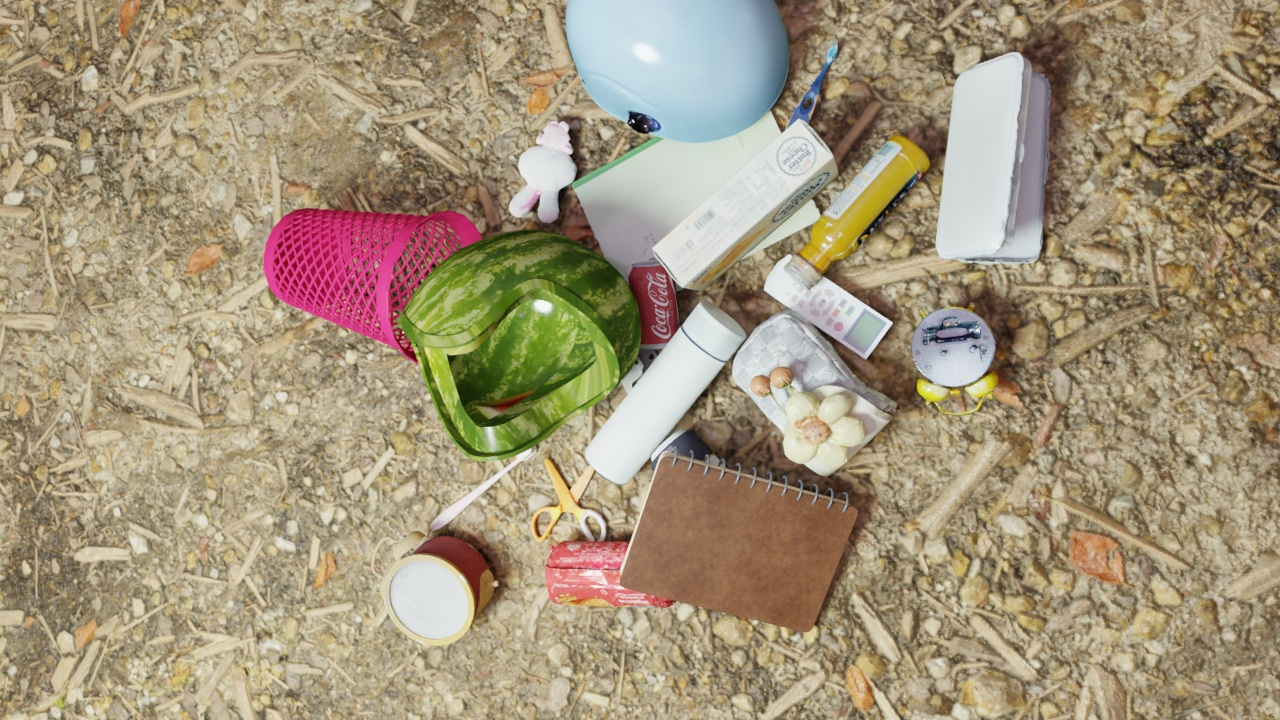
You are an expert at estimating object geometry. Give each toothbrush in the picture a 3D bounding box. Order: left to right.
[{"bbox_3d":[-0.200,0.161,1.152,0.181,0.018,0.015,-38,78,14],"label":"toothbrush"},{"bbox_3d":[0.192,-0.296,1.030,0.021,0.017,0.135,26,91,13],"label":"toothbrush"}]

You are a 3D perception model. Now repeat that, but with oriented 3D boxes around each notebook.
[{"bbox_3d":[0.060,-0.188,1.079,0.253,0.010,0.182,-26,82,15],"label":"notebook"},{"bbox_3d":[0.107,0.194,0.994,0.225,0.024,0.167,16,103,-9],"label":"notebook"}]

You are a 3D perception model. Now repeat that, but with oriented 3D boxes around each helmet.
[{"bbox_3d":[-0.129,-0.035,1.023,0.247,0.243,0.213,-24,126,-12],"label":"helmet"},{"bbox_3d":[0.037,-0.365,1.012,0.265,0.167,0.225,31,90,8],"label":"helmet"}]

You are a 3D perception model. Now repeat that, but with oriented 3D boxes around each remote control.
[{"bbox_3d":[0.206,-0.061,1.023,0.143,0.024,0.049,37,95,16],"label":"remote control"}]

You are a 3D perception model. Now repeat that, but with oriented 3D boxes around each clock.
[{"bbox_3d":[-0.258,0.270,1.133,0.159,0.081,0.117,26,108,7],"label":"clock"},{"bbox_3d":[0.330,-0.001,0.966,0.083,0.057,0.118,-7,87,17],"label":"clock"}]

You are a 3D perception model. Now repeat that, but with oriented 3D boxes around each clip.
[{"bbox_3d":[-0.007,0.006,1.093,0.054,0.038,0.101,-35,79,38],"label":"clip"}]

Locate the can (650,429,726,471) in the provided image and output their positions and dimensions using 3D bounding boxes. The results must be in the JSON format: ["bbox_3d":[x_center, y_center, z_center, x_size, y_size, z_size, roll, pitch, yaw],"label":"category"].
[{"bbox_3d":[0.072,0.141,1.041,0.064,0.064,0.127,-45,77,12],"label":"can"}]

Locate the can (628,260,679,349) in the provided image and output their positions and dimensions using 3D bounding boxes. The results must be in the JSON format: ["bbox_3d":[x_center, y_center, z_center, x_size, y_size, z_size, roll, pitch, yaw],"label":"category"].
[{"bbox_3d":[0.016,-0.064,1.058,0.054,0.054,0.096,-2,102,17],"label":"can"}]

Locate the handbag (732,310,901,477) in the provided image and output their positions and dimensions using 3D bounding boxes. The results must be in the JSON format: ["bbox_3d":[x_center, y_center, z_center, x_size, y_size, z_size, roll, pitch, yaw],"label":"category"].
[{"bbox_3d":[0.173,0.033,0.982,0.171,0.123,0.113,48,117,14],"label":"handbag"}]

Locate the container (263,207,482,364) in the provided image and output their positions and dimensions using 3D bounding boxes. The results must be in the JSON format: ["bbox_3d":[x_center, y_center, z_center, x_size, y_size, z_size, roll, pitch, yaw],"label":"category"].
[{"bbox_3d":[-0.333,-0.109,1.127,0.226,0.183,0.183,14,93,25],"label":"container"}]

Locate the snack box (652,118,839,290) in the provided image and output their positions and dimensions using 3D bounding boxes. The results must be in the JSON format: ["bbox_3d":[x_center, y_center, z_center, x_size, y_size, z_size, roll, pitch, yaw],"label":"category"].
[{"bbox_3d":[0.117,-0.163,1.001,0.208,0.104,0.057,-40,81,13],"label":"snack box"}]

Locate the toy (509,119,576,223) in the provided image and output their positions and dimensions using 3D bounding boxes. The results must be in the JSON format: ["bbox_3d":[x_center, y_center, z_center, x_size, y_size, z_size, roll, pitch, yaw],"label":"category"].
[{"bbox_3d":[-0.115,-0.231,1.121,0.076,0.037,0.125,16,92,23],"label":"toy"}]

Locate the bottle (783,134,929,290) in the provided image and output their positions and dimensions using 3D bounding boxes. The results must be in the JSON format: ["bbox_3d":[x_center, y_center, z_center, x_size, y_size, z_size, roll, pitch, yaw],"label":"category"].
[{"bbox_3d":[0.231,-0.157,0.991,0.053,0.053,0.186,42,94,14],"label":"bottle"}]

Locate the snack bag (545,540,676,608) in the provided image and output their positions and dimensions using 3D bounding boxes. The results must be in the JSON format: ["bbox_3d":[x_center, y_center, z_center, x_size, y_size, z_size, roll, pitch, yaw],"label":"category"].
[{"bbox_3d":[-0.029,0.246,1.063,0.177,0.082,0.082,-4,88,17],"label":"snack bag"}]

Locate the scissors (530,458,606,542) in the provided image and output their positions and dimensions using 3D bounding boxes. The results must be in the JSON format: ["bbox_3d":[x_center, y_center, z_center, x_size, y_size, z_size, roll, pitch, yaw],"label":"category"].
[{"bbox_3d":[-0.083,0.178,1.117,0.129,0.011,0.125,35,101,13],"label":"scissors"}]

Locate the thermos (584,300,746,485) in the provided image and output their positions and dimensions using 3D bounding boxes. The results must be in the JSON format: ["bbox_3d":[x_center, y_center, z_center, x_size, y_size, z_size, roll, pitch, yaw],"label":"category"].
[{"bbox_3d":[0.027,0.039,1.044,0.068,0.067,0.230,41,107,14],"label":"thermos"}]

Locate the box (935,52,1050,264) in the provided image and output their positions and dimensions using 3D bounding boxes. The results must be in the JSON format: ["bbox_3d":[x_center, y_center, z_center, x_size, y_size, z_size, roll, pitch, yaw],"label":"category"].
[{"bbox_3d":[0.384,-0.204,0.968,0.108,0.109,0.216,7,89,60],"label":"box"}]
